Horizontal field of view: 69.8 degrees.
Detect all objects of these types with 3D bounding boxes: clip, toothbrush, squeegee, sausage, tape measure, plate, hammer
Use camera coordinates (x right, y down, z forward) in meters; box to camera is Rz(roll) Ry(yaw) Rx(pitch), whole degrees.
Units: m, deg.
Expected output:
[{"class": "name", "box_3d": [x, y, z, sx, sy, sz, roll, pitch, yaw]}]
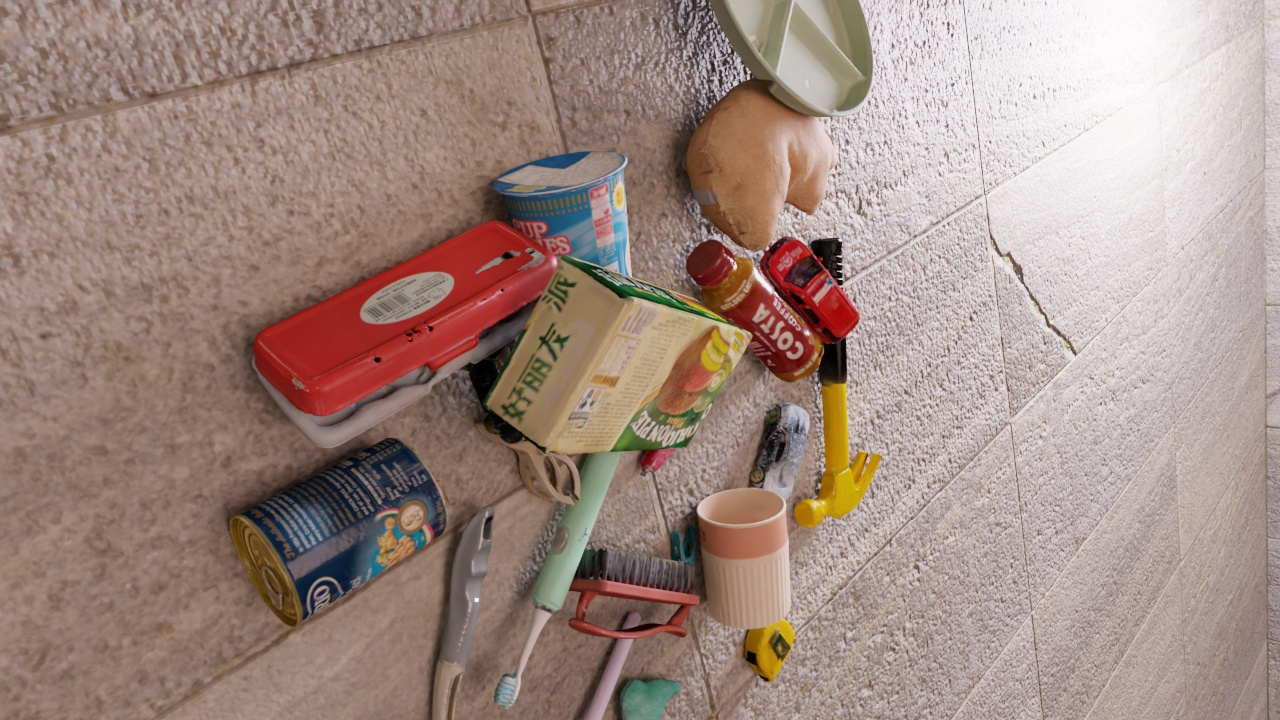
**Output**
[{"class": "clip", "box_3d": [-0.079, 0.069, 0.709, 0.063, 0.034, 0.098, -40, 112, -32]}, {"class": "toothbrush", "box_3d": [-0.036, 0.303, 0.774, 0.021, 0.029, 0.188, 24, 68, -4]}, {"class": "toothbrush", "box_3d": [-0.063, 0.161, 0.720, 0.027, 0.026, 0.224, 44, 59, -43]}, {"class": "squeegee", "box_3d": [-0.133, 0.228, 0.670, 0.246, 0.039, 0.246, 11, 82, -61]}, {"class": "sausage", "box_3d": [0.045, 0.047, 0.832, 0.155, 0.020, 0.020, -50, 125, -28]}, {"class": "tape measure", "box_3d": [0.134, 0.291, 0.939, 0.059, 0.029, 0.057, -52, 126, -27]}, {"class": "plate", "box_3d": [0.131, -0.319, 0.818, 0.230, 0.028, 0.229, 18, 62, -39]}, {"class": "clip", "box_3d": [0.039, 0.182, 0.847, 0.041, 0.014, 0.056, -4, 96, -43]}, {"class": "hammer", "box_3d": [0.205, 0.022, 0.972, 0.128, 0.033, 0.301, -16, 106, -42]}]

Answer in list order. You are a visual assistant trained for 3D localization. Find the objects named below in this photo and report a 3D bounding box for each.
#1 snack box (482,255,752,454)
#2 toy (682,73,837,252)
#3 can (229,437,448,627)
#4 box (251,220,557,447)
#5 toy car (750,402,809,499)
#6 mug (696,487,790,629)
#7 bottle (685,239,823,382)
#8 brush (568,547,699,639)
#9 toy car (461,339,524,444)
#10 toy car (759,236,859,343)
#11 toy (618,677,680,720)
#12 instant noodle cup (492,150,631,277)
[{"class": "snack box", "box_3d": [-0.004, 0.004, 0.670, 0.114, 0.063, 0.239, -60, 157, 10]}, {"class": "toy", "box_3d": [0.127, -0.197, 0.845, 0.225, 0.083, 0.143, -37, 119, -40]}, {"class": "can", "box_3d": [-0.186, 0.104, 0.578, 0.110, 0.075, 0.075, -30, 115, -38]}, {"class": "box", "box_3d": [-0.148, -0.022, 0.602, 0.200, 0.090, 0.068, -35, 146, -35]}, {"class": "toy car", "box_3d": [0.143, 0.095, 0.923, 0.049, 0.031, 0.105, 23, 80, -41]}, {"class": "mug", "box_3d": [0.105, 0.179, 0.867, 0.114, 0.082, 0.106, -29, 117, -56]}, {"class": "bottle", "box_3d": [0.106, -0.045, 0.851, 0.175, 0.058, 0.057, 41, 67, -39]}, {"class": "brush", "box_3d": [-0.004, 0.200, 0.773, 0.145, 0.063, 0.069, 22, 67, -45]}, {"class": "toy car", "box_3d": [-0.099, 0.015, 0.658, 0.035, 0.042, 0.090, -20, 89, -37]}, {"class": "toy car", "box_3d": [0.168, -0.069, 0.897, 0.120, 0.045, 0.053, 45, 81, -17]}, {"class": "toy", "box_3d": [-0.007, 0.326, 0.809, 0.096, 0.030, 0.092, 16, 82, -38]}, {"class": "instant noodle cup", "box_3d": [-0.048, -0.088, 0.681, 0.099, 0.099, 0.110, -33, 123, -37]}]
